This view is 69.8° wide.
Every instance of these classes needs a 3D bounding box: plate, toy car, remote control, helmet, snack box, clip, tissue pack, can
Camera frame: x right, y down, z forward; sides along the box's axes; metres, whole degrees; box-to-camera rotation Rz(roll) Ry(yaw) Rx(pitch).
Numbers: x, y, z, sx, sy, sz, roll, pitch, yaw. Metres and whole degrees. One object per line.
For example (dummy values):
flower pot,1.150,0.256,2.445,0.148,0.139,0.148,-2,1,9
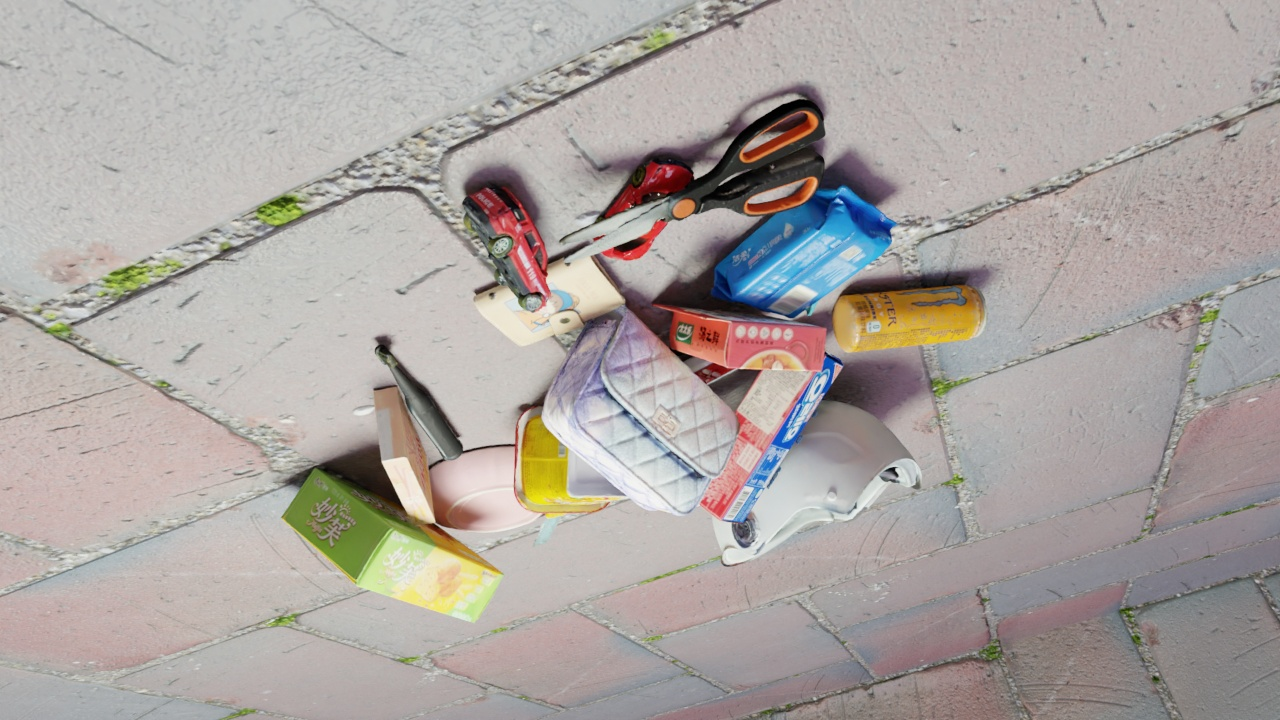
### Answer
plate,-0.176,0.167,1.116,0.192,0.039,0.193,-9,148,-6
toy car,-0.101,-0.088,0.736,0.045,0.053,0.121,-35,145,-12
toy car,0.003,-0.121,0.745,0.049,0.031,0.107,10,139,-34
remote control,0.058,0.015,0.974,0.136,0.020,0.055,-29,156,24
helmet,0.182,0.134,1.083,0.228,0.145,0.259,-7,157,-43
snack box,0.131,0.071,0.965,0.057,0.058,0.207,19,104,-55
snack box,0.088,-0.021,0.856,0.127,0.044,0.113,3,-172,-24
clip,0.166,-0.063,0.907,0.040,0.014,0.056,-2,146,-18
snack box,-0.276,0.212,1.041,0.070,0.158,0.210,-58,144,-9
snack box,-0.243,0.103,0.952,0.026,0.084,0.157,-12,148,-8
tissue pack,0.143,-0.095,0.813,0.094,0.052,0.158,16,138,-41
can,0.273,-0.043,0.933,0.146,0.058,0.058,-6,147,-11

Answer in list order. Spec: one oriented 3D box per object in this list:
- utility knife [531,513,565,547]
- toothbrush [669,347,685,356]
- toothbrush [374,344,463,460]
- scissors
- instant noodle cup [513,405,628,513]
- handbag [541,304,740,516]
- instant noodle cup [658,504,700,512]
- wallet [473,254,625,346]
utility knife,-0.089,0.152,1.097,0.033,0.015,0.207,10,124,-29
toothbrush,-0.006,0.006,0.951,0.181,0.018,0.016,-18,140,5
toothbrush,-0.221,0.045,0.923,0.026,0.027,0.213,-46,153,-18
scissors,0.042,-0.139,0.706,0.233,0.021,0.163,-7,139,-25
instant noodle cup,-0.063,0.104,0.961,0.116,0.116,0.124,4,173,-25
handbag,0.007,0.055,0.881,0.076,0.134,0.194,-2,144,48
instant noodle cup,0.034,0.105,1.017,0.111,0.111,0.099,-16,156,5
wallet,-0.079,-0.053,0.828,0.115,0.024,0.087,-22,142,13
